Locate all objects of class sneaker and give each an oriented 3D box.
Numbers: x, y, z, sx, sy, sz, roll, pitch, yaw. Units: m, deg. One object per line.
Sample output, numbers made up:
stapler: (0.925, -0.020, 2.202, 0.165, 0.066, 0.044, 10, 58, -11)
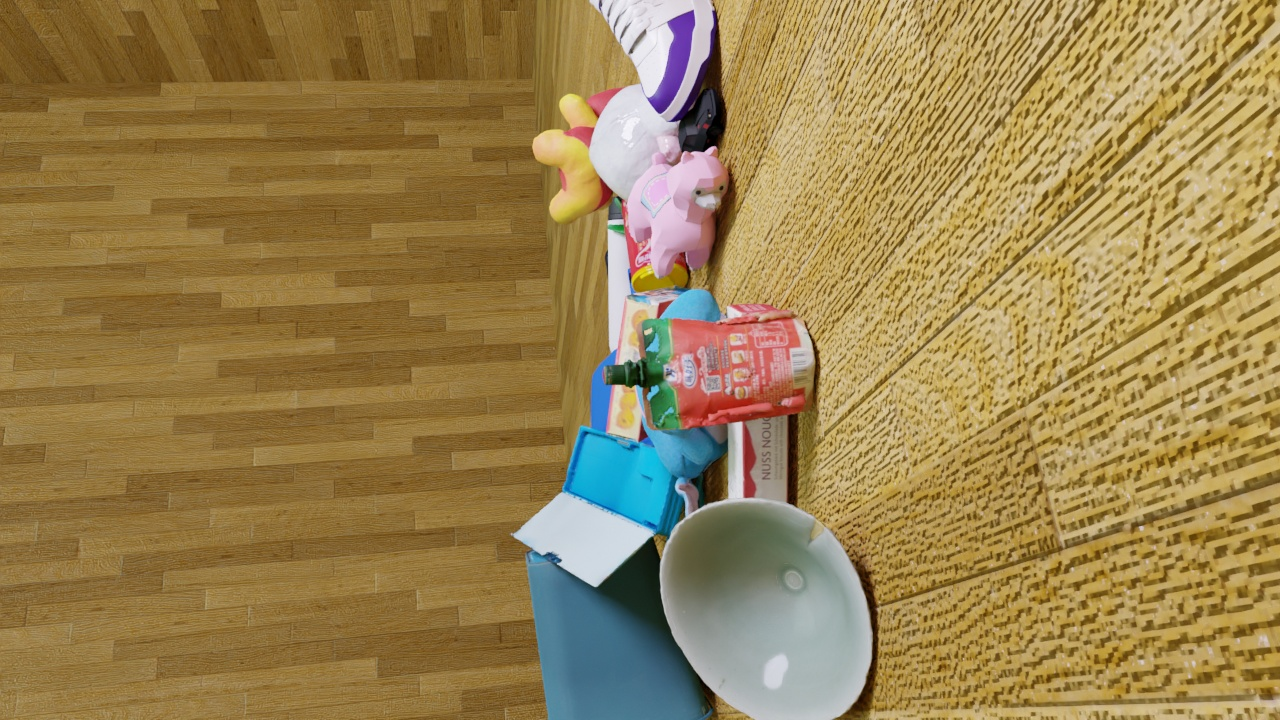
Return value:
sneaker: (0.001, -0.356, 0.912, 0.092, 0.111, 0.243, -40, 48, 53)

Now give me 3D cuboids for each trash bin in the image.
trash bin: (-0.041, 0.326, 1.113, 0.199, 0.196, 0.218, 151, 106, -79)

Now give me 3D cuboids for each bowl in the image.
bowl: (0.102, 0.171, 0.667, 0.174, 0.067, 0.174, 11, 108, 36)

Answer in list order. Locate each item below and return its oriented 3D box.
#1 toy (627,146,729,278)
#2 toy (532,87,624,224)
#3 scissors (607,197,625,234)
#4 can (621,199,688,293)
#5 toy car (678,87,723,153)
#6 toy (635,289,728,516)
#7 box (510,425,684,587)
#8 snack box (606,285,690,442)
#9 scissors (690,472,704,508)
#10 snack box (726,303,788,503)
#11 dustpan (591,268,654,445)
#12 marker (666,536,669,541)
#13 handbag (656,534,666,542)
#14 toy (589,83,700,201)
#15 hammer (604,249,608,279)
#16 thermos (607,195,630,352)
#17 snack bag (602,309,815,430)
toy: (0.038, -0.159, 0.923, 0.158, 0.067, 0.123, 102, 147, -50)
toy: (-0.048, -0.267, 1.163, 0.215, 0.099, 0.148, -52, -36, -45)
scissors: (-0.001, -0.175, 1.188, 0.131, 0.012, 0.108, 58, 135, 23)
can: (0.016, -0.143, 1.097, 0.067, 0.066, 0.124, 105, 160, -62)
toy car: (0.057, -0.230, 0.909, 0.092, 0.036, 0.042, 108, 157, -65)
toy: (0.044, 0.042, 0.825, 0.191, 0.099, 0.223, 69, -156, -64)
box: (-0.040, 0.168, 1.057, 0.175, 0.060, 0.244, -57, 25, -13)
snack box: (0.017, -0.001, 0.953, 0.144, 0.040, 0.143, -22, -57, -66)
scissors: (0.066, 0.113, 1.050, 0.083, 0.016, 0.135, -102, 14, -49)
snack box: (0.099, 0.092, 0.763, 0.076, 0.044, 0.273, -112, 21, -79)
dustpan: (-0.007, 0.007, 1.152, 0.246, 0.059, 0.257, -26, 69, 59)
marker: (0.040, 0.258, 1.251, 0.123, 0.015, 0.018, 96, 166, -52)
handbag: (0.024, 0.170, 1.128, 0.043, 0.093, 0.195, 43, -172, -32)
toy: (0.012, -0.257, 1.021, 0.180, 0.101, 0.138, -34, 57, 51)
hammer: (-0.030, -0.045, 1.520, 0.140, 0.035, 0.312, 109, 156, -62)
thermos: (-0.005, -0.121, 1.257, 0.101, 0.068, 0.230, -166, 73, -67)
snack bag: (0.050, 0.006, 0.678, 0.044, 0.155, 0.087, 108, 157, -75)
